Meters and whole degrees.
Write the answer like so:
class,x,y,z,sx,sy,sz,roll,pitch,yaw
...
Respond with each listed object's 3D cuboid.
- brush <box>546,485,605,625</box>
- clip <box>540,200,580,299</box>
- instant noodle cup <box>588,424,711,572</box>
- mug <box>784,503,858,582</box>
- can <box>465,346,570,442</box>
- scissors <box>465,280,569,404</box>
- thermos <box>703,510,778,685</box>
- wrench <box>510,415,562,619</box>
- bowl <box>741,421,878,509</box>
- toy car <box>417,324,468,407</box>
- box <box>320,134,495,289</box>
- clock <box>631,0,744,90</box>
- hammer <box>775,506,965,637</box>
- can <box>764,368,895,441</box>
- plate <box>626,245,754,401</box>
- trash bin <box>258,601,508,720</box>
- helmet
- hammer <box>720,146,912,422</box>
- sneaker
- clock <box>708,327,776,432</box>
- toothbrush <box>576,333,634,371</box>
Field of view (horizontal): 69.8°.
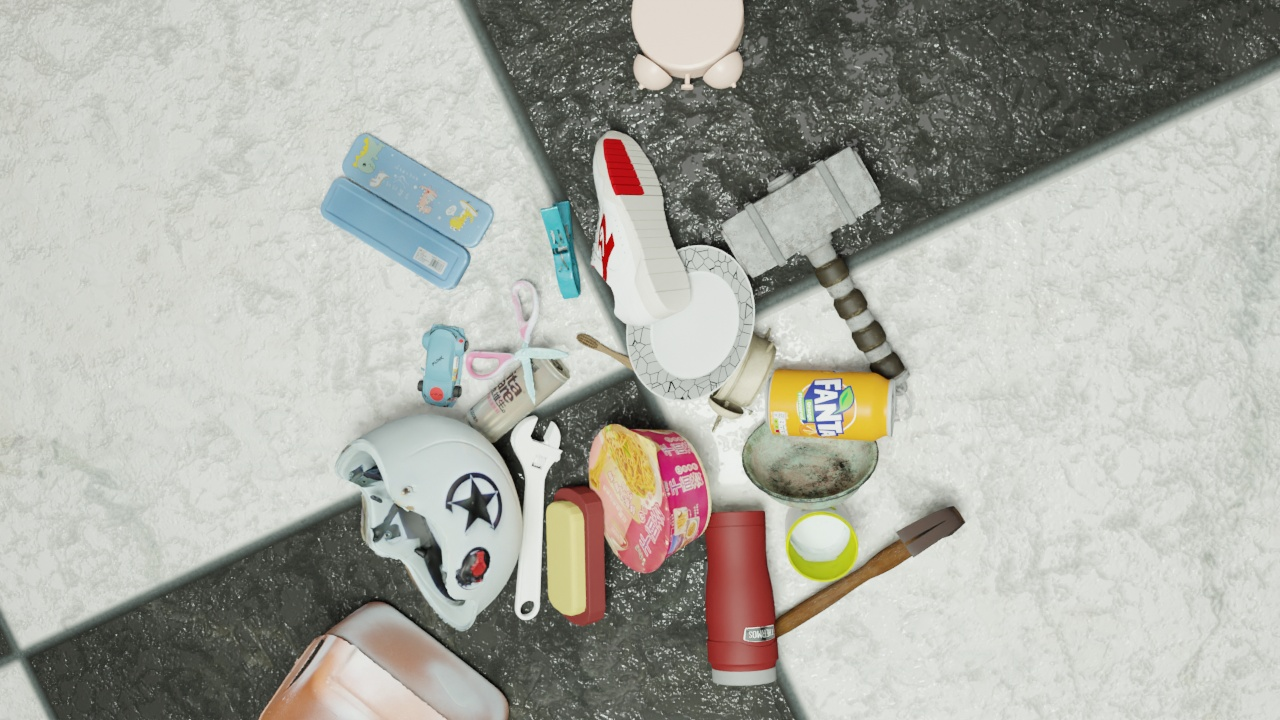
class,x,y,z,sx,sy,sz,roll,pitch,yaw
brush,-0.085,0.246,1.152,0.041,0.082,0.173,-5,97,-36
clip,-0.094,-0.138,1.142,0.027,0.103,0.120,-7,101,12
instant noodle cup,0.015,0.157,1.097,0.077,0.179,0.178,-11,95,-31
mug,0.214,0.208,1.097,0.082,0.106,0.082,1,96,8
can,-0.156,0.045,1.159,0.136,0.054,0.054,-40,89,10
scissors,-0.151,-0.026,1.139,0.171,0.013,0.173,1,75,38
thermos,0.113,0.285,1.118,0.083,0.108,0.198,4,78,-31
wrench,-0.139,0.204,1.179,0.066,0.018,0.273,-1,101,-28
bowl,0.200,0.122,1.084,0.157,0.157,0.039,-7,127,8
toy car,-0.258,0.009,1.183,0.060,0.027,0.108,9,97,7
box,-0.300,-0.191,1.173,0.209,0.021,0.125,31,100,4
clock,0.055,-0.402,1.076,0.131,0.086,0.160,2,102,8
hammer,0.248,0.274,1.114,0.324,0.115,0.033,-38,68,18
can,0.221,0.052,1.069,0.143,0.079,0.079,2,96,20
plate,0.060,-0.043,1.099,0.189,0.016,0.188,-9,76,39
trash bin,-0.318,0.453,1.171,0.260,0.157,0.182,36,99,2
helmet,-0.233,0.183,1.118,0.163,0.237,0.264,-33,109,-31
hammer,0.245,-0.075,1.086,0.177,0.079,0.326,-30,96,10
sneaker,-0.026,-0.153,1.112,0.105,0.090,0.236,-24,82,39
clock,0.121,0.028,1.104,0.054,0.092,0.141,25,106,-2
toothbrush,-0.007,0.007,1.154,0.167,0.016,0.016,27,100,4
